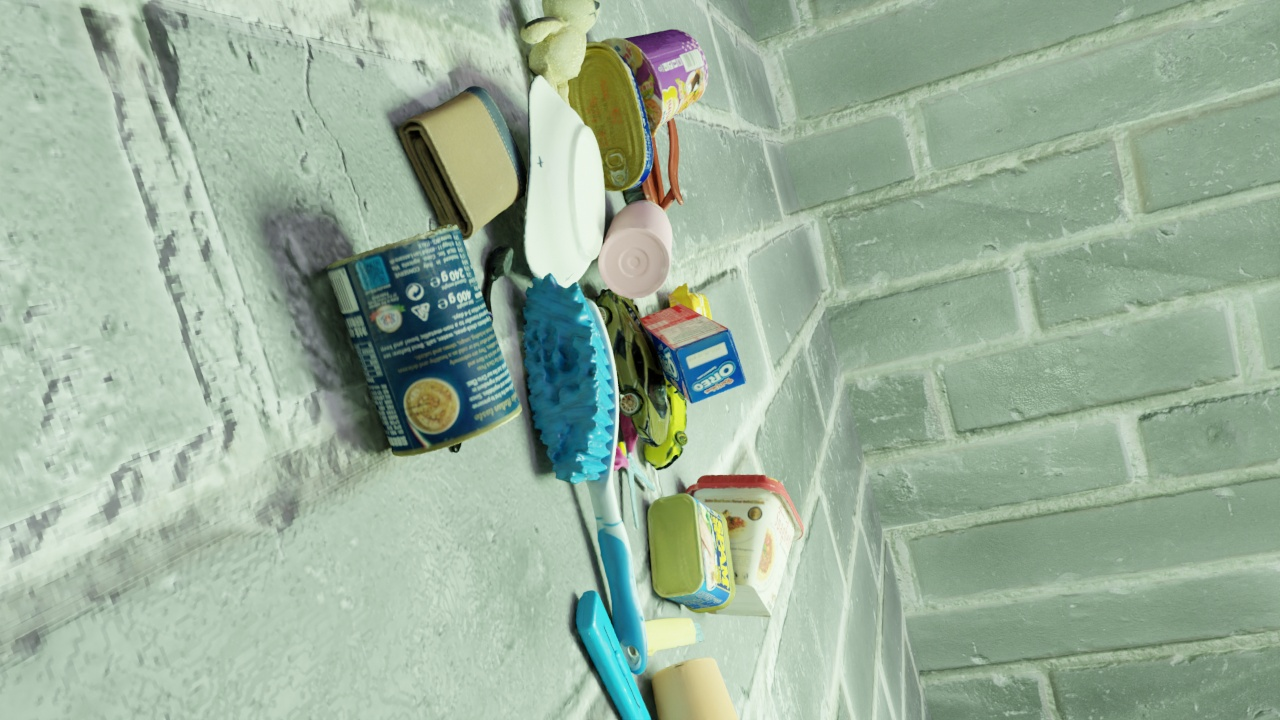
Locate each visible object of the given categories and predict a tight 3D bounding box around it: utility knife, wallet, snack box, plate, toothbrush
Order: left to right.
[{"bbox_3d":[-0.123,-0.143,0.658,0.115,0.033,0.090,-65,136,-61],"label":"wallet"},{"bbox_3d":[-0.108,-0.015,0.633,0.014,0.017,0.188,58,27,-44],"label":"toothbrush"},{"bbox_3d":[-0.058,-0.138,0.768,0.164,0.034,0.163,33,57,-78],"label":"plate"},{"bbox_3d":[-0.012,0.258,0.719,0.034,0.018,0.182,-72,145,-59],"label":"utility knife"},{"bbox_3d":[0.031,0.254,0.847,0.183,0.019,0.031,25,58,-60],"label":"utility knife"},{"bbox_3d":[0.043,-0.011,0.895,0.207,0.058,0.057,-135,-154,-77],"label":"snack box"}]

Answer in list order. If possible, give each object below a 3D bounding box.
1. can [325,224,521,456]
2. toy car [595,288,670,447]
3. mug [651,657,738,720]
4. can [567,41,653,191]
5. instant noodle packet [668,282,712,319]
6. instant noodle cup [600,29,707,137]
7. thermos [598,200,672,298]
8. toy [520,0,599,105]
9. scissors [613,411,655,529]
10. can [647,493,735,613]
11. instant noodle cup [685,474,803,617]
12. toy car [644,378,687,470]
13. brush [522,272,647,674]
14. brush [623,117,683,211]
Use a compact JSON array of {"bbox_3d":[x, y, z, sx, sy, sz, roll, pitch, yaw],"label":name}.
[{"bbox_3d":[-0.118,-0.013,0.503,0.075,0.075,0.111,-44,119,-69],"label":"can"},{"bbox_3d":[-0.005,0.005,0.862,0.070,0.042,0.158,14,55,-70],"label":"toy car"},{"bbox_3d":[0.052,0.317,0.765,0.078,0.078,0.122,47,22,-56],"label":"mug"},{"bbox_3d":[-0.032,-0.246,0.935,0.049,0.075,0.148,-40,116,-74],"label":"can"},{"bbox_3d":[0.066,-0.027,1.116,0.110,0.044,0.128,-1,81,-78],"label":"instant noodle packet"},{"bbox_3d":[0.012,-0.307,1.000,0.099,0.112,0.111,-36,115,-37],"label":"instant noodle cup"},{"bbox_3d":[-0.003,-0.107,0.907,0.198,0.067,0.087,-86,-176,-73],"label":"thermos"},{"bbox_3d":[-0.072,-0.277,0.853,0.105,0.066,0.157,4,90,-64],"label":"toy"},{"bbox_3d":[-0.011,0.090,0.844,0.133,0.017,0.133,52,27,-52],"label":"scissors"},{"bbox_3d":[0.048,0.186,0.889,0.083,0.057,0.102,41,38,-57],"label":"can"},{"bbox_3d":[0.105,0.199,0.977,0.116,0.117,0.124,58,37,-44],"label":"instant noodle cup"},{"bbox_3d":[0.022,0.061,0.921,0.032,0.048,0.105,29,43,-28],"label":"toy car"},{"bbox_3d":[-0.036,0.093,0.720,0.109,0.061,0.314,26,55,-71],"label":"brush"},{"bbox_3d":[0.012,-0.237,1.064,0.063,0.069,0.145,24,54,-66],"label":"brush"}]
